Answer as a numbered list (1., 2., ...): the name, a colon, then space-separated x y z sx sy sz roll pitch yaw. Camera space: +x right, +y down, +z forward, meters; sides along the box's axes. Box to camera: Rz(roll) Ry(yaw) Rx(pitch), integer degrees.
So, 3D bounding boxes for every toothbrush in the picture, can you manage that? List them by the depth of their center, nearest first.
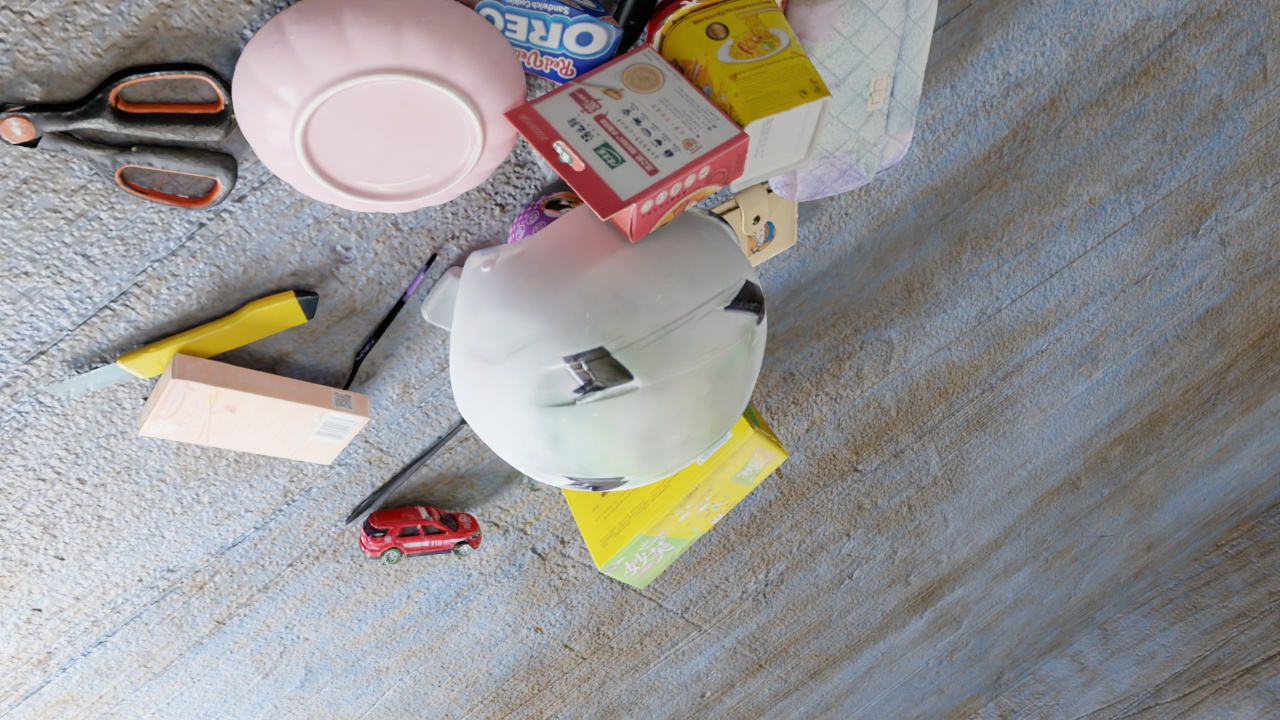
1. toothbrush: -0.007 -0.244 0.658 0.026 0.027 0.213 -11 149 -34
2. toothbrush: -0.226 -0.018 0.772 0.016 0.014 0.189 29 110 -31
3. toothbrush: -0.217 0.104 0.886 0.181 0.015 0.018 -39 146 5

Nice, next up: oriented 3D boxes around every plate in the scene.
1. plate: -0.168 -0.158 0.613 0.192 0.039 0.193 -11 152 -6

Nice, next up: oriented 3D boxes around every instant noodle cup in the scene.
1. instant noodle cup: 0.073 -0.203 0.686 0.116 0.123 0.116 -22 154 -16
2. instant noodle cup: -0.055 -0.081 0.756 0.111 0.099 0.112 -17 136 -18

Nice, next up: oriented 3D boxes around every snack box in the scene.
1. snack box: -0.112 -0.240 0.608 0.207 0.058 0.057 9 125 -37
2. snack box: -0.010 -0.147 0.631 0.127 0.113 0.044 -33 158 -21
3. snack box: -0.310 0.044 0.746 0.157 0.026 0.085 17 135 -38
4. snack box: 0.023 0.101 0.924 0.210 0.157 0.070 -45 133 11

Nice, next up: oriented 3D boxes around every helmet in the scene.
1. helmet: -0.004 0.004 0.683 0.258 0.146 0.230 -14 134 -21

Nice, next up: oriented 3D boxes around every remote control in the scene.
1. remote control: -0.127 -0.038 0.808 0.136 0.020 0.056 25 114 -43

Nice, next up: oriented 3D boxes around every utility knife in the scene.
1. utility knife: -0.346 -0.013 0.701 0.206 0.015 0.033 -22 137 -13

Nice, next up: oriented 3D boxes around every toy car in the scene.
1. toy car: -0.218 0.171 0.918 0.120 0.053 0.045 2 109 -27

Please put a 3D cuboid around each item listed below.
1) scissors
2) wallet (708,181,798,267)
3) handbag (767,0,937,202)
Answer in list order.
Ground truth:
1. scissors: -0.370 -0.131 0.575 0.233 0.021 0.163 -22 137 -13
2. wallet: 0.103 -0.123 0.855 0.115 0.024 0.087 -28 134 -24
3. handbag: 0.173 -0.239 0.770 0.134 0.075 0.194 -19 135 -15
